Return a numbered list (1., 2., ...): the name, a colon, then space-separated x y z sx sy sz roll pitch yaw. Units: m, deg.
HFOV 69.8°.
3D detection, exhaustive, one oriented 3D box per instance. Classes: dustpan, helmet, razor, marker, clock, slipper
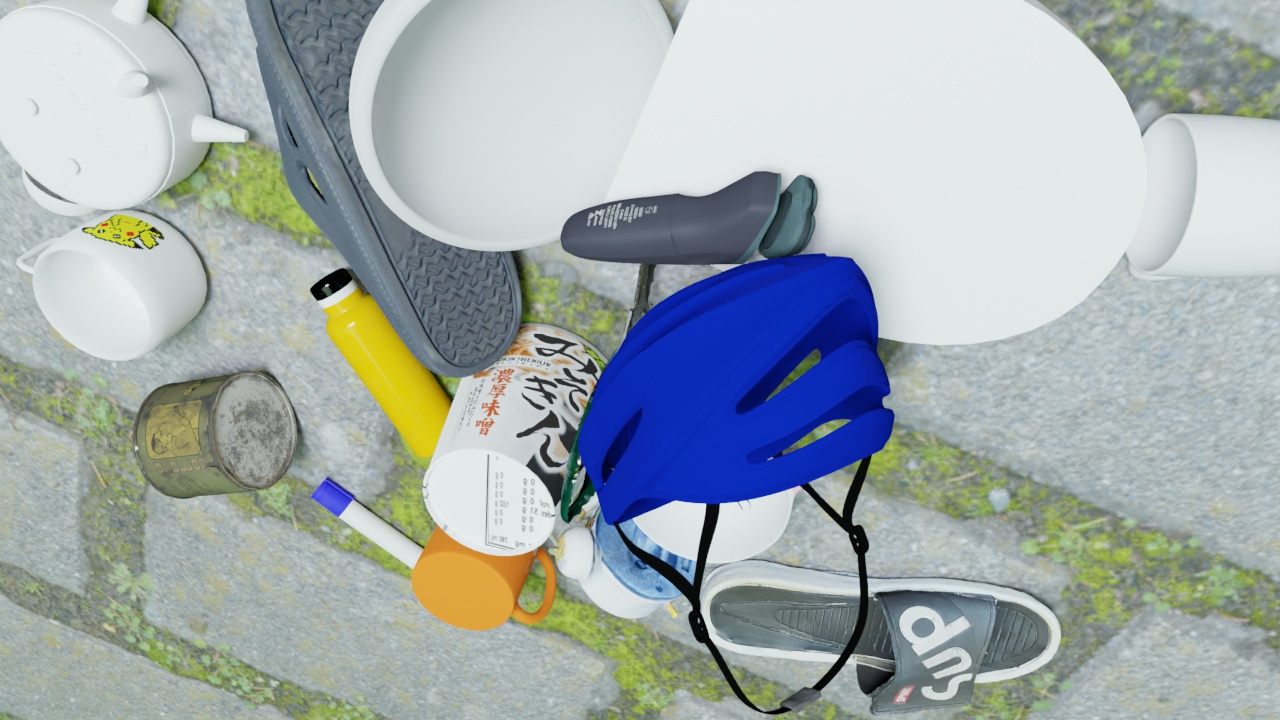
1. dustpan: 0.135 -0.114 0.498 0.258 0.053 0.192 25 124 -2
2. helmet: 0.067 0.067 0.488 0.242 0.147 0.227 -43 69 52
3. razor: 0.024 -0.073 0.495 0.143 0.047 0.052 -1 145 18
4. marker: -0.210 0.148 0.767 0.141 0.020 0.020 39 122 -12
5. clock: -0.345 -0.157 0.573 0.161 0.072 0.125 -14 117 21
6. slipper: -0.152 -0.114 0.551 0.083 0.110 0.268 13 131 43
7. slipper: 0.174 0.213 0.692 0.264 0.063 0.111 7 123 12
8. clock: -0.016 0.134 0.671 0.125 0.088 0.052 33 129 -9

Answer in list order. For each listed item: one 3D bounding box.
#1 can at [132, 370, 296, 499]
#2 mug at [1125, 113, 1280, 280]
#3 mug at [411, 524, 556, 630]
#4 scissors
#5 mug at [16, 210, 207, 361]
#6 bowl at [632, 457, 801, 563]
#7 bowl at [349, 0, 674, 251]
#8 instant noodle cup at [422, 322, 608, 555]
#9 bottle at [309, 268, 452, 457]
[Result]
1. can: -0.319 0.057 0.692 0.075 0.089 0.090 -8 120 18
2. mug: 0.305 -0.073 0.476 0.088 0.080 0.114 3 154 4
3. mug: -0.107 0.153 0.699 0.078 0.095 0.112 -32 110 28
4. scissors: -0.001 0.000 0.603 0.015 0.137 0.210 19 96 19
5. mug: -0.373 -0.058 0.646 0.115 0.067 0.094 21 124 0
6. bowl: 0.050 0.082 0.643 0.115 0.050 0.115 6 122 10
7. bowl: -0.071 -0.148 0.496 0.176 0.066 0.177 -17 139 -15
8. instant noodle cup: -0.082 0.058 0.616 0.124 0.121 0.124 6 123 10
9. bottle: -0.180 0.002 0.652 0.043 0.043 0.144 -19 116 23
